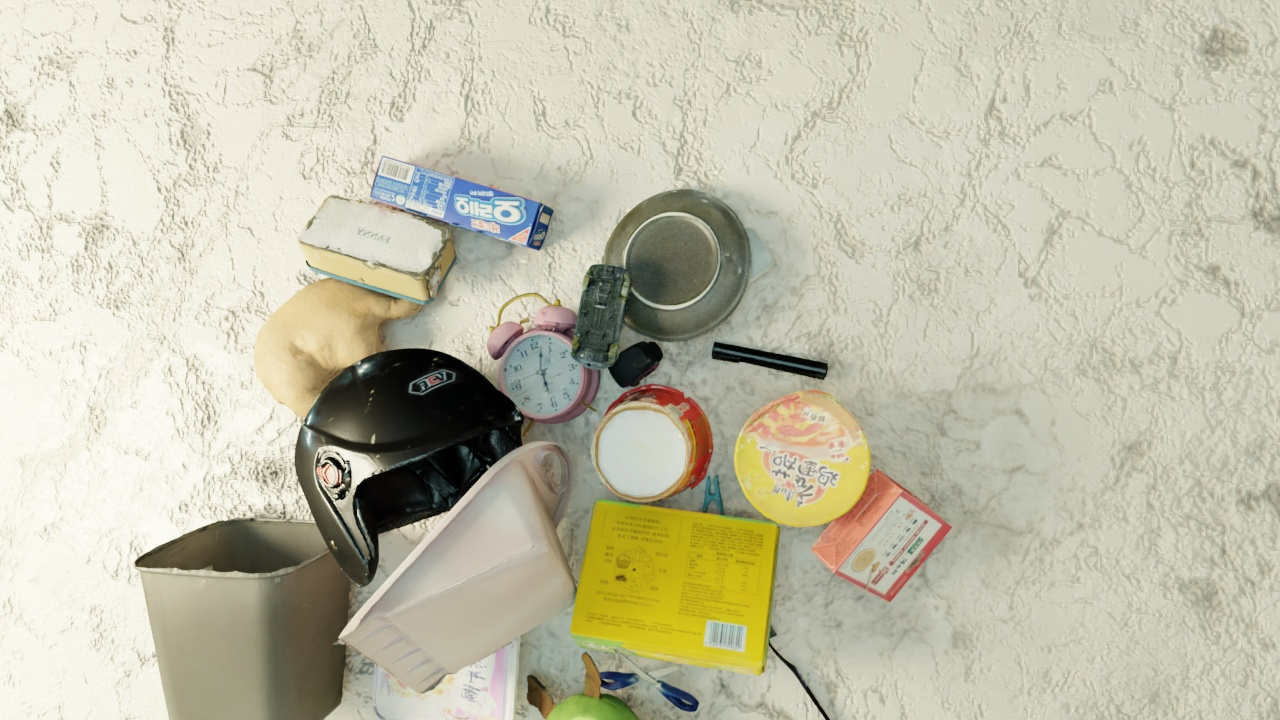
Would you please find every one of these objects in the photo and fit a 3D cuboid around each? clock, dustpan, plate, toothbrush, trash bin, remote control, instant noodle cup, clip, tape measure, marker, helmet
[{"bbox_3d":[-0.115,-0.001,1.066,0.117,0.059,0.158,-20,86,8],"label":"clock"},{"bbox_3d":[-0.175,0.212,0.977,0.273,0.223,0.138,-24,57,-9],"label":"dustpan"},{"bbox_3d":[0.037,-0.111,1.041,0.180,0.024,0.179,-3,81,18],"label":"plate"},{"bbox_3d":[0.187,0.367,1.041,0.016,0.014,0.189,-35,85,-5],"label":"toothbrush"},{"bbox_3d":[-0.446,0.312,1.063,0.199,0.198,0.220,2,97,10],"label":"trash bin"},{"bbox_3d":[0.087,-0.095,1.051,0.136,0.020,0.056,-36,83,10],"label":"remote control"},{"bbox_3d":[0.008,0.095,1.021,0.138,0.108,0.138,0,90,9],"label":"instant noodle cup"},{"bbox_3d":[0.084,0.160,1.057,0.038,0.013,0.055,0,92,9],"label":"clip"},{"bbox_3d":[-0.006,0.006,1.049,0.058,0.057,0.039,-35,83,26],"label":"tape measure"},{"bbox_3d":[0.146,0.000,1.042,0.132,0.022,0.020,12,134,9],"label":"marker"},{"bbox_3d":[-0.223,0.360,1.085,0.173,0.060,0.138,3,90,8],"label":"instant noodle cup"},{"bbox_3d":[-0.250,0.096,0.993,0.230,0.232,0.276,55,135,14],"label":"helmet"},{"bbox_3d":[0.174,0.103,0.993,0.138,0.109,0.138,0,90,10],"label":"instant noodle cup"}]

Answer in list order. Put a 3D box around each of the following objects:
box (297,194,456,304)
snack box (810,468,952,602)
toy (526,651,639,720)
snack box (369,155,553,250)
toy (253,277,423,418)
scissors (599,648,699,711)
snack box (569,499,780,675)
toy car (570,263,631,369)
[{"bbox_3d":[-0.315,-0.134,1.083,0.184,0.059,0.089,18,60,12],"label":"box"},{"bbox_3d":[0.262,0.191,0.992,0.113,0.127,0.044,-52,41,5],"label":"snack box"},{"bbox_3d":[-0.039,0.452,1.029,0.228,0.089,0.246,-37,82,32],"label":"toy"},{"bbox_3d":[-0.210,-0.185,1.081,0.207,0.058,0.057,17,93,9],"label":"snack box"},{"bbox_3d":[-0.365,-0.038,1.101,0.226,0.082,0.143,-43,84,2],"label":"toy"},{"bbox_3d":[0.008,0.357,1.021,0.162,0.176,0.012,37,52,-24],"label":"scissors"},{"bbox_3d":[0.040,0.247,1.007,0.210,0.070,0.157,6,64,10],"label":"snack box"},{"bbox_3d":[-0.043,-0.049,1.027,0.054,0.037,0.120,9,81,5],"label":"toy car"}]
